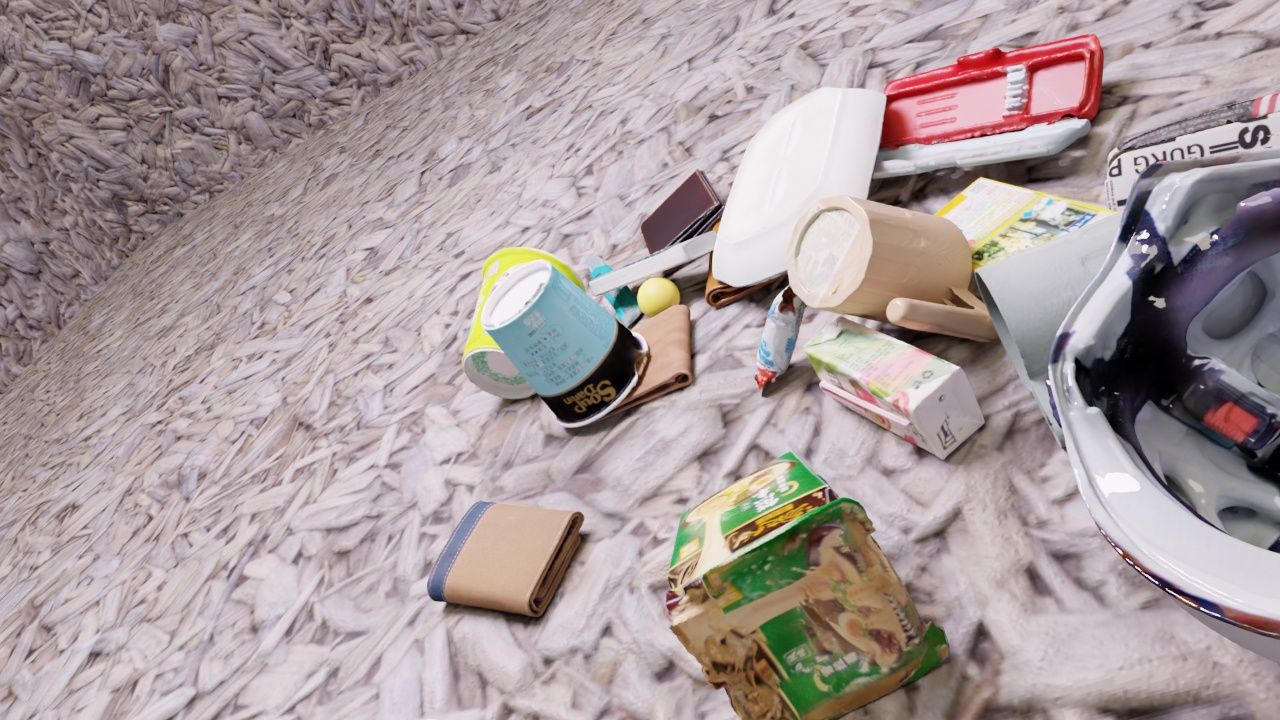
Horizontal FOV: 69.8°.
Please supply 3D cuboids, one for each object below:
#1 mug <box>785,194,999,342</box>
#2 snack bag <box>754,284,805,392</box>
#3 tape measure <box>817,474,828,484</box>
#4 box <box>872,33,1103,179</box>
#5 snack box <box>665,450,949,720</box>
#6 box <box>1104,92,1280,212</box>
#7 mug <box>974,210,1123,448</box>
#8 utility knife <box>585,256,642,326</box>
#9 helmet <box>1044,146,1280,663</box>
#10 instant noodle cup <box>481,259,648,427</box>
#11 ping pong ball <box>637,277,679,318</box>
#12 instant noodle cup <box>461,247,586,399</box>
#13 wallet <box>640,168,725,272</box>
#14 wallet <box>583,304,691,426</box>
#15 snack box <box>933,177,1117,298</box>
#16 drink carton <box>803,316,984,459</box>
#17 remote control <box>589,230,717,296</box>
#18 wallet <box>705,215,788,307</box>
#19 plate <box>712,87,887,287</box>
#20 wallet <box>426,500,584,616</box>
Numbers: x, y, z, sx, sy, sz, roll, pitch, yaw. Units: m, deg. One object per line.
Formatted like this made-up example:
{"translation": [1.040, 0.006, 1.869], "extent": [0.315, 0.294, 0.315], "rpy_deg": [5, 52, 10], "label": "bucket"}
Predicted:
{"translation": [0.175, -0.057, 0.634], "extent": [0.124, 0.103, 0.084], "rpy_deg": [55, 129, 42], "label": "mug"}
{"translation": [0.106, -0.021, 0.691], "extent": [0.026, 0.105, 0.045], "rpy_deg": [26, 46, 18], "label": "snack bag"}
{"translation": [0.100, 0.098, 0.587], "extent": [0.058, 0.025, 0.054], "rpy_deg": [-43, 33, -5], "label": "tape measure"}
{"translation": [0.285, -0.205, 0.796], "extent": [0.202, 0.069, 0.157], "rpy_deg": [1, 51, 45], "label": "box"}
{"translation": [0.081, 0.116, 0.506], "extent": [0.117, 0.118, 0.105], "rpy_deg": [-30, 21, 9], "label": "snack box"}
{"translation": [0.399, -0.133, 0.603], "extent": [0.163, 0.075, 0.086], "rpy_deg": [-12, 6, 39], "label": "box"}
{"translation": [0.273, -0.021, 0.544], "extent": [0.103, 0.083, 0.123], "rpy_deg": [-25, 59, 15], "label": "mug"}
{"translation": [-0.032, -0.079, 0.973], "extent": [0.029, 0.013, 0.185], "rpy_deg": [-33, 30, -2], "label": "utility knife"}
{"translation": [0.301, 0.025, 0.373], "extent": [0.230, 0.146, 0.258], "rpy_deg": [-7, 49, 41], "label": "helmet"}
{"translation": [-0.071, -0.021, 0.797], "extent": [0.111, 0.120, 0.111], "rpy_deg": [-29, 33, 21], "label": "instant noodle cup"}
{"translation": [0.017, -0.059, 0.870], "extent": [0.040, 0.040, 0.040], "rpy_deg": [-25, 32, 17], "label": "ping pong ball"}
{"translation": [-0.123, -0.031, 0.915], "extent": [0.112, 0.111, 0.123], "rpy_deg": [-13, 44, 32], "label": "instant noodle cup"}
{"translation": [0.042, -0.151, 0.971], "extent": [0.096, 0.020, 0.122], "rpy_deg": [-43, 26, 15], "label": "wallet"}
{"translation": [-0.005, 0.005, 0.827], "extent": [0.115, 0.020, 0.101], "rpy_deg": [-26, 33, 22], "label": "wallet"}
{"translation": [0.269, -0.085, 0.669], "extent": [0.087, 0.034, 0.140], "rpy_deg": [-39, 29, -6], "label": "snack box"}
{"translation": [0.163, 0.016, 0.610], "extent": [0.045, 0.053, 0.122], "rpy_deg": [-41, 30, -8], "label": "drink carton"}
{"translation": [0.013, -0.094, 0.891], "extent": [0.135, 0.019, 0.056], "rpy_deg": [-17, 9, 43], "label": "remote control"}
{"translation": [0.118, -0.114, 0.862], "extent": [0.119, 0.035, 0.130], "rpy_deg": [-27, 31, 27], "label": "wallet"}
{"translation": [0.137, -0.171, 0.835], "extent": [0.162, 0.034, 0.264], "rpy_deg": [-21, 34, 39], "label": "plate"}
{"translation": [-0.104, 0.151, 0.709], "extent": [0.115, 0.033, 0.090], "rpy_deg": [-5, 45, 39], "label": "wallet"}
